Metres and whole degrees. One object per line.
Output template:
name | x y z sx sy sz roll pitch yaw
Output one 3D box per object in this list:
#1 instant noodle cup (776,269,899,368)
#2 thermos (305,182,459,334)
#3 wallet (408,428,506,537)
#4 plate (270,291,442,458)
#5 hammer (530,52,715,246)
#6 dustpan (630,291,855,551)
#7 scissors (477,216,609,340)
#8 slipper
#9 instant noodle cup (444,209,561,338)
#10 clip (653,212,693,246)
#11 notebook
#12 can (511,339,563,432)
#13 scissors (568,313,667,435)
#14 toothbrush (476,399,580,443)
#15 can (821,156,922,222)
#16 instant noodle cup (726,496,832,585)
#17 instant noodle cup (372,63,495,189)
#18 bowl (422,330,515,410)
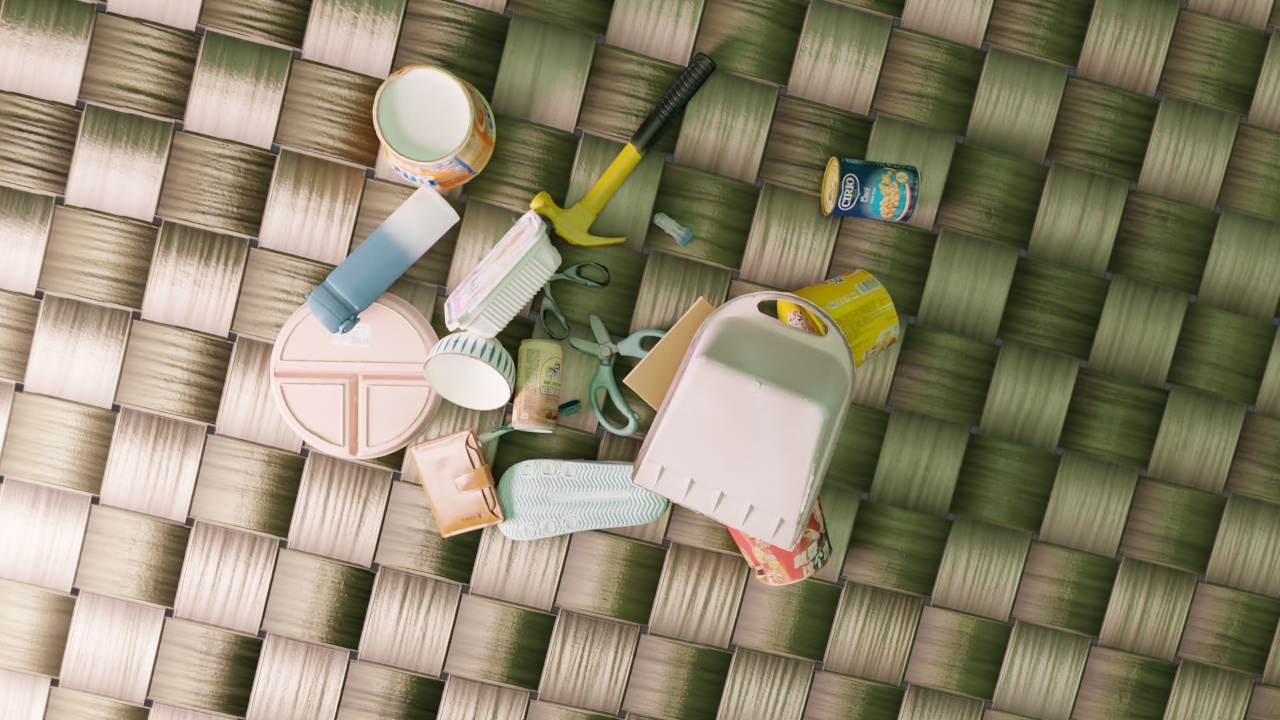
instant noodle cup | 0.257 -0.048 1.185 0.109 0.138 0.138 -26 95 -10
thermos | -0.327 -0.127 1.162 0.070 0.070 0.220 44 82 -5
wallet | -0.233 0.159 1.203 0.119 0.035 0.130 -18 94 27
plate | -0.373 0.017 1.204 0.229 0.028 0.229 0 93 -2
hammer | -0.006 -0.275 1.200 0.129 0.033 0.301 38 91 -5
dustpan | 0.142 0.064 1.120 0.222 0.138 0.274 25 123 8
scissors | -0.128 -0.108 1.217 0.181 0.014 0.159 4 91 0
slipper | -0.077 0.176 1.204 0.246 0.074 0.104 -6 88 14
instant noodle cup | -0.167 -0.102 1.153 0.060 0.138 0.173 40 96 -22
clip | 0.044 -0.176 1.216 0.056 0.027 0.024 36 93 -14
notebook | 0.101 0.037 1.208 0.211 0.012 0.149 42 93 -22
can | -0.133 0.034 1.192 0.058 0.058 0.116 5 82 -3
scissors | -0.007 0.007 1.215 0.181 0.019 0.170 -20 91 12
toothbrush | -0.169 0.091 1.226 0.191 0.016 0.018 -20 130 0
can | 0.301 -0.222 1.198 0.111 0.075 0.075 5 93 -4
instant noodle cup | 0.184 0.218 1.197 0.138 0.138 0.108 -23 103 -1
instant noodle cup | -0.262 -0.296 1.146 0.151 0.111 0.151 0 93 -3
bowl | -0.213 0.004 1.180 0.116 0.117 0.066 18 52 -4
